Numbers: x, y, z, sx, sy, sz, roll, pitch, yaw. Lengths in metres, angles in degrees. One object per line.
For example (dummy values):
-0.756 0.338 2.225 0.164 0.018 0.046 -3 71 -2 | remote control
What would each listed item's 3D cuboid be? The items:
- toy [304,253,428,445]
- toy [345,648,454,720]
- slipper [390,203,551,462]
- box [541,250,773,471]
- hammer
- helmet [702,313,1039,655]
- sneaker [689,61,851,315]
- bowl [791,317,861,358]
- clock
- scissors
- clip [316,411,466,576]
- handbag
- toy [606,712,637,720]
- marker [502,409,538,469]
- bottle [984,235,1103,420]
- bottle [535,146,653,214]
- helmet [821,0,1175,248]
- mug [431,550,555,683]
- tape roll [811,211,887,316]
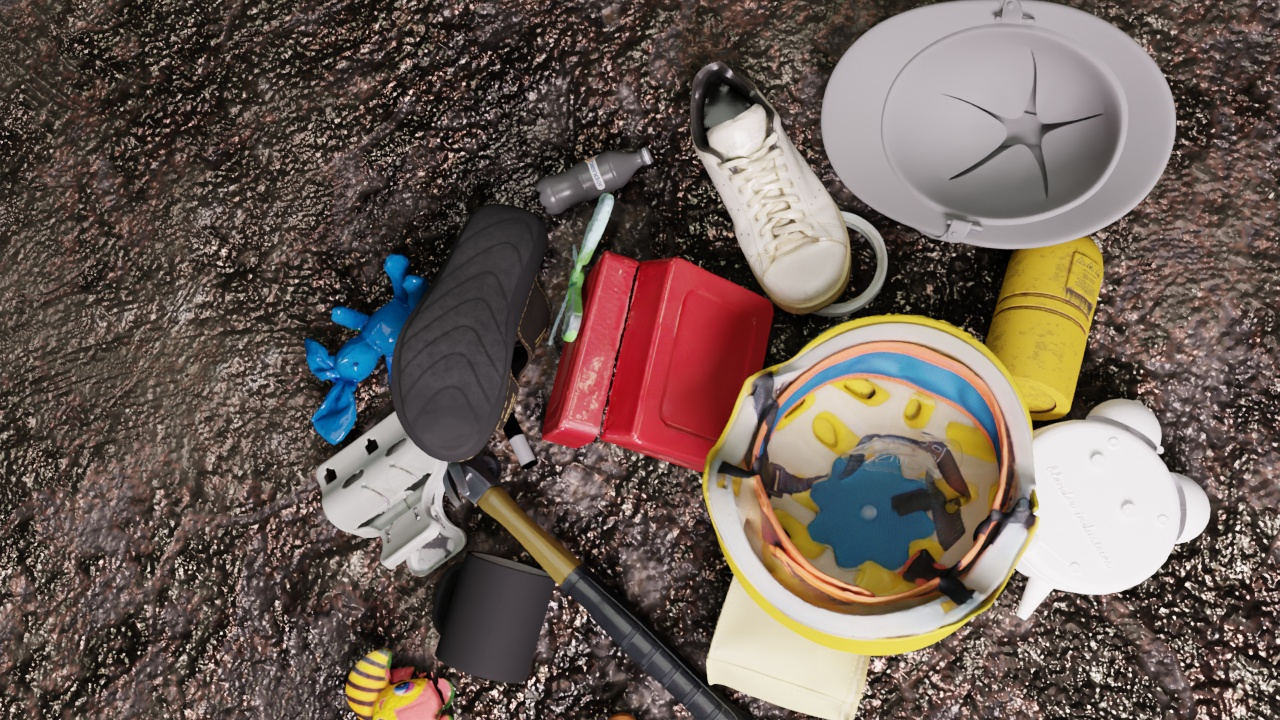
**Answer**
-0.256 -0.020 0.851 0.113 0.071 0.176 41 99 20 | toy
-0.206 0.295 0.778 0.103 0.046 0.084 35 93 21 | toy
-0.142 -0.026 0.809 0.113 0.076 0.267 10 57 1 | slipper
0.019 0.007 0.765 0.168 0.154 0.157 15 80 -5 | box
-0.035 0.191 0.737 0.333 0.118 0.025 41 94 13 | hammer
0.161 0.097 0.651 0.209 0.140 0.239 27 62 22 | helmet
0.104 -0.156 0.769 0.089 0.102 0.241 -26 66 8 | sneaker
0.189 0.045 0.747 0.157 0.038 0.157 -3 77 12 | bowl
0.327 0.106 0.675 0.161 0.073 0.125 -28 79 -2 | clock
-0.052 -0.073 0.781 0.022 0.171 0.174 11 118 -12 | scissors
-0.216 0.118 0.817 0.125 0.072 0.142 -38 65 5 | clip
0.122 0.210 0.703 0.119 0.081 0.111 12 58 18 | handbag
-0.001 0.316 0.698 0.070 0.103 0.090 -36 79 4 | toy
-0.130 0.035 0.834 0.016 0.016 0.140 -30 72 4 | marker
0.315 -0.042 0.713 0.071 0.071 0.163 18 69 16 | bottle
-0.042 -0.170 0.850 0.110 0.036 0.036 -21 74 7 | bottle
0.291 -0.189 0.742 0.271 0.117 0.183 22 112 36 | helmet
-0.132 0.209 0.771 0.114 0.078 0.088 8 78 42 | mug
0.166 -0.084 0.795 0.093 0.013 0.093 -3 78 12 | tape roll
